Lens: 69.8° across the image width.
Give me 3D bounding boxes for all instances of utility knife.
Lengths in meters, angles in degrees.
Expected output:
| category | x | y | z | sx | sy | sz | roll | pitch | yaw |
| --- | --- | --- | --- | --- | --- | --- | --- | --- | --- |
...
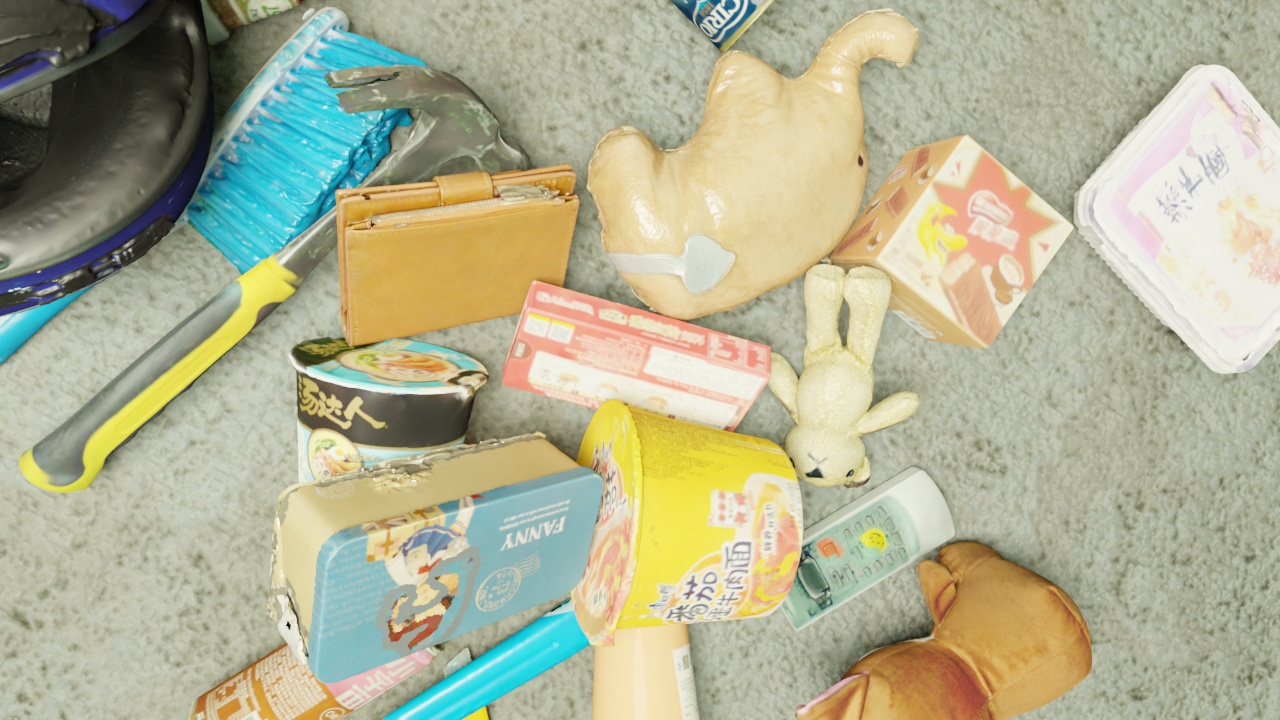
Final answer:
| category | x | y | z | sx | sy | sz | roll | pitch | yaw |
| --- | --- | --- | --- | --- | --- | --- | --- | --- | --- |
| utility knife | -0.105 | 0.268 | 0.608 | 0.033 | 0.015 | 0.164 | -12 | 97 | -15 |
| utility knife | -0.132 | 0.221 | 0.576 | 0.236 | 0.018 | 0.034 | -28 | 103 | -16 |

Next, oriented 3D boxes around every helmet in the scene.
| category | x | y | z | sx | sy | sz | roll | pitch | yaw |
| --- | --- | --- | --- | --- | --- | --- | --- | --- | --- |
| helmet | -0.306 | -0.133 | 0.392 | 0.246 | 0.315 | 0.241 | -35 | 145 | -25 |

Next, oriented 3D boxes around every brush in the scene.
| category | x | y | z | sx | sy | sz | roll | pitch | yaw |
| --- | --- | --- | --- | --- | --- | --- | --- | --- | --- |
| brush | -0.257 | -0.076 | 0.529 | 0.109 | 0.060 | 0.314 | 39 | 92 | -6 |

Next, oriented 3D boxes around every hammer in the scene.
| category | x | y | z | sx | sy | sz | roll | pitch | yaw |
| --- | --- | --- | --- | --- | --- | --- | --- | --- | --- |
| hammer | -0.211 | -0.039 | 0.501 | 0.323 | 0.126 | 0.032 | -39 | 62 | 4 |

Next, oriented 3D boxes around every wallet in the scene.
| category | x | y | z | sx | sy | sz | roll | pitch | yaw |
| --- | --- | --- | --- | --- | --- | --- | --- | --- | --- |
| wallet | -0.103 | -0.059 | 0.517 | 0.131 | 0.108 | 0.031 | -14 | 55 | -25 |

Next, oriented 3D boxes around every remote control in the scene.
| category | x | y | z | sx | sy | sz | roll | pitch | yaw |
| --- | --- | --- | --- | --- | --- | --- | --- | --- | --- |
| remote control | 0.149 | 0.128 | 0.629 | 0.135 | 0.019 | 0.056 | -29 | 100 | -5 |

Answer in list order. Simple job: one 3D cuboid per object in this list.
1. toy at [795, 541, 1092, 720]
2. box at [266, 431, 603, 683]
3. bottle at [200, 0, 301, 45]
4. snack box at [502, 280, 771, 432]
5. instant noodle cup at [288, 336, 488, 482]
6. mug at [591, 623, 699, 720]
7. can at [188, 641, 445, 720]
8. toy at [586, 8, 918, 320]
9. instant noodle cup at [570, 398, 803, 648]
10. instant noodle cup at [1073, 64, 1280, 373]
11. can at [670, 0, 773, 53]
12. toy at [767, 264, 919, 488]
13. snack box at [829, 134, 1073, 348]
| category | x | y | z | sx | sy | sz | roll | pitch | yaw |
| --- | --- | --- | --- | --- | --- | --- | --- | --- | --- |
| toy | 0.191 | 0.209 | 0.599 | 0.199 | 0.131 | 0.140 | -37 | 99 | -25 |
| box | -0.100 | 0.097 | 0.493 | 0.183 | 0.061 | 0.090 | -11 | 123 | -41 |
| bottle | -0.160 | -0.237 | 0.519 | 0.206 | 0.060 | 0.060 | -28 | 100 | -5 |
| snack box | -0.003 | 0.003 | 0.566 | 0.153 | 0.075 | 0.025 | 15 | 50 | -10 |
| instant noodle cup | -0.151 | 0.057 | 0.535 | 0.111 | 0.111 | 0.120 | 8 | 102 | -10 |
| mug | 0.003 | 0.223 | 0.580 | 0.078 | 0.078 | 0.122 | -1 | 80 | -9 |
| can | -0.197 | 0.194 | 0.563 | 0.147 | 0.058 | 0.058 | -31 | 100 | -4 |
| toy | 0.078 | -0.117 | 0.559 | 0.226 | 0.082 | 0.143 | -35 | 119 | -7 |
| instant noodle cup | 0.025 | 0.098 | 0.554 | 0.109 | 0.138 | 0.138 | 8 | 95 | -18 |
| instant noodle cup | 0.373 | -0.091 | 0.618 | 0.173 | 0.060 | 0.138 | 42 | 89 | -10 |
| can | 0.035 | -0.249 | 0.539 | 0.111 | 0.075 | 0.075 | 42 | 89 | -11 |
| toy | 0.122 | 0.012 | 0.575 | 0.105 | 0.066 | 0.157 | 11 | 120 | 17 |
| snack box | 0.194 | -0.074 | 0.583 | 0.093 | 0.077 | 0.094 | 36 | 90 | -11 |
